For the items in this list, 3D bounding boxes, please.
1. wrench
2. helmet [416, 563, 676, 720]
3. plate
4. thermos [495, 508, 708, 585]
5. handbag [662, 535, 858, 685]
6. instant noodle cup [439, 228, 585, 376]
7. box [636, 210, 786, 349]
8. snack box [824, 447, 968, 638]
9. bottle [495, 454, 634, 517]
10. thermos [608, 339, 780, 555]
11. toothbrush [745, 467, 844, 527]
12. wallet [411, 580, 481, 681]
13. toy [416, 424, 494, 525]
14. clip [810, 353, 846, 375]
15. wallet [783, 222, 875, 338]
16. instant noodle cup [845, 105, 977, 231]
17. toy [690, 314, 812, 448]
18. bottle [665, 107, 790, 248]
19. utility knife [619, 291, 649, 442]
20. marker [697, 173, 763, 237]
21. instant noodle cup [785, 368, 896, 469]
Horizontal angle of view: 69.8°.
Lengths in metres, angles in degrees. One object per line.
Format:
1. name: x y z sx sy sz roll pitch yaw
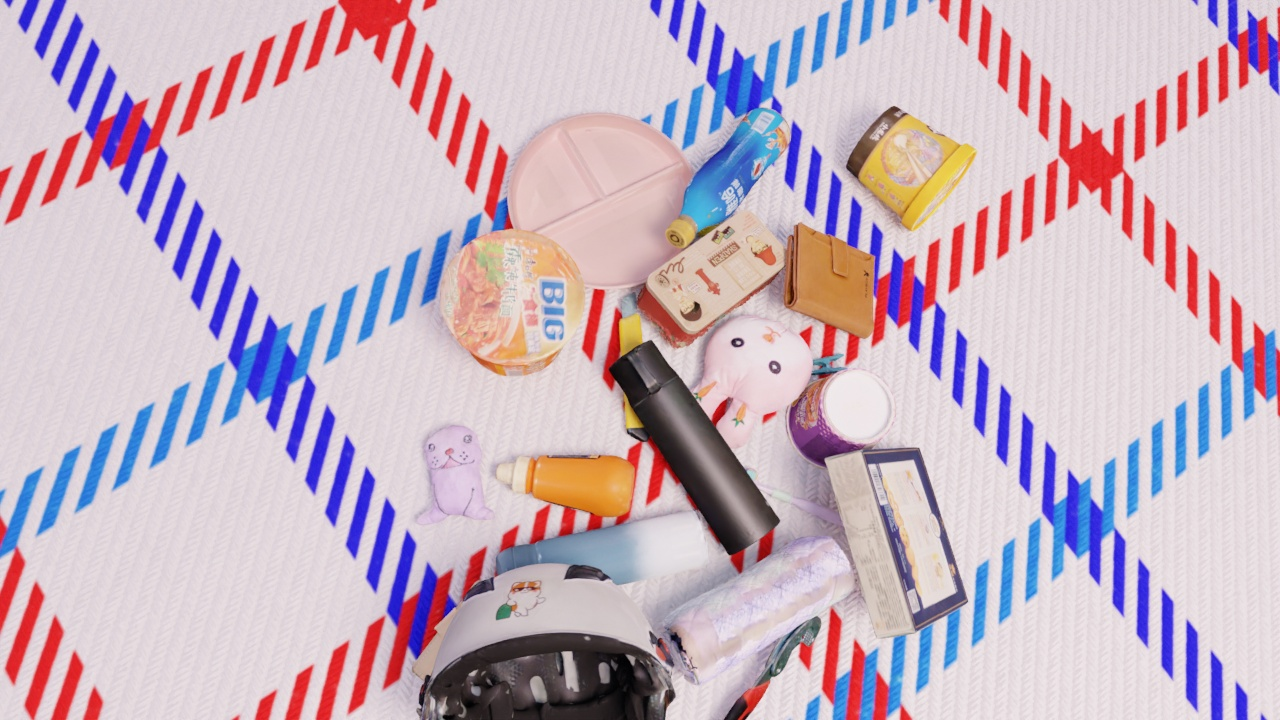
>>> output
1. wrench: 0.100 0.370 0.950 0.016 0.056 0.273 31 73 39
2. helmet: -0.084 0.281 0.864 0.230 0.274 0.156 -11 38 0
3. plate: -0.043 -0.189 1.098 0.229 0.028 0.229 2 74 -6
4. thermos: -0.041 0.208 0.967 0.220 0.070 0.070 -9 76 -9
5. handbag: 0.114 0.252 0.937 0.193 0.134 0.075 -29 81 -13
6. instant noodle cup: -0.139 -0.053 1.006 0.151 0.111 0.151 2 74 -6
7. box: 0.083 -0.089 1.064 0.168 0.076 0.091 -37 81 -22
8. snack box: 0.271 0.182 0.960 0.046 0.182 0.177 -22 74 31
9. bottle: -0.083 0.130 0.991 0.149 0.067 0.066 7 74 4
10. thermos: 0.054 0.093 0.989 0.068 0.090 0.242 -35 85 4
11. toothbrush: 0.202 0.166 1.031 0.189 0.029 0.021 24 114 -1
12. wallet: -0.173 0.296 0.954 0.087 0.024 0.115 38 75 0
13. toy: -0.202 0.123 0.989 0.084 0.039 0.108 -8 77 1
14. clip: 0.216 0.007 1.078 0.057 0.014 0.047 -7 78 -7
15. wallet: 0.223 -0.092 1.069 0.131 0.031 0.107 18 70 -34
16. instant noodle cup: 0.322 -0.236 1.108 0.114 0.119 0.118 41 74 15
17. toy: 0.120 0.022 1.044 0.121 0.054 0.159 33 80 14
18. bottle: 0.100 -0.211 1.080 0.065 0.065 0.218 36 63 4
19. utility knife: -0.006 0.006 1.054 0.033 0.015 0.180 1 74 -19
20. marker: 0.111 -0.196 1.122 0.018 0.015 0.124 40 73 6
21. instant noodle cup: 0.227 0.060 1.021 0.111 0.099 0.111 1 73 -5
